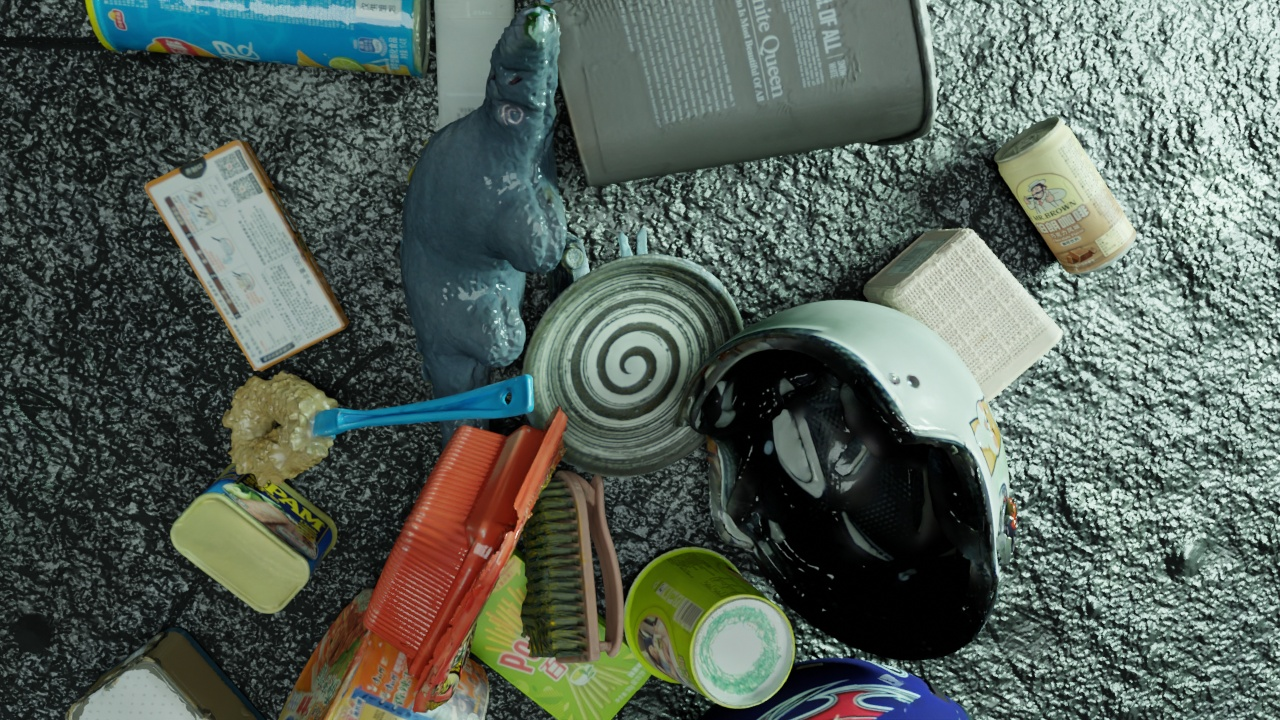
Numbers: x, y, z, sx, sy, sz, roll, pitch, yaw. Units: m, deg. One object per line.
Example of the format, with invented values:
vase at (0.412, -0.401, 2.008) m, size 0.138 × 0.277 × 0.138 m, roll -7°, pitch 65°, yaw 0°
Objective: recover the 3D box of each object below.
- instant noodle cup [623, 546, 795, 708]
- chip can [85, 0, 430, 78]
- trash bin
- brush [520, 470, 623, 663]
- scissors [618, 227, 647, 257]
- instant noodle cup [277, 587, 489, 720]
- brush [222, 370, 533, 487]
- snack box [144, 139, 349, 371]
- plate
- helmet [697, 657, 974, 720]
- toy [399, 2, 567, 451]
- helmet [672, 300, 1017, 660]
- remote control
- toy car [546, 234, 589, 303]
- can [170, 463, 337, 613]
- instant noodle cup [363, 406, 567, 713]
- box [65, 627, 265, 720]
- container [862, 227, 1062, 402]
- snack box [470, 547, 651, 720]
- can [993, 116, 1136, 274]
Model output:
instant noodle cup at (0.057, 0.207, 0.698) m, size 0.111 × 0.123 × 0.111 m, roll 1°, pitch 88°, yaw -16°
chip can at (-0.253, -0.238, 0.627) m, size 0.210 × 0.071 × 0.071 m, roll 3°, pitch 99°, yaw -8°
trash bin at (0.052, -0.217, 0.612) m, size 0.220 × 0.198 × 0.199 m, roll -14°, pitch 101°, yaw 1°
brush at (-0.052, 0.157, 0.707) m, size 0.073 × 0.063 × 0.145 m, roll 4°, pitch 71°, yaw -28°
scissors at (0.012, -0.039, 0.721) m, size 0.073 × 0.017 × 0.137 m, roll -1°, pitch 96°, yaw -7°
instant noodle cup at (-0.191, 0.262, 0.684) m, size 0.111 × 0.151 × 0.151 m, roll 34°, pitch 94°, yaw -19°
brush at (-0.188, 0.039, 0.643) m, size 0.255 × 0.046 × 0.083 m, roll -8°, pitch 74°, yaw 19°
snack box at (-0.285, -0.075, 0.672) m, size 0.075 × 0.026 × 0.154 m, roll -27°, pitch 102°, yaw -2°
plate at (-0.004, 0.004, 0.692) m, size 0.179 × 0.024 × 0.180 m, roll -8°, pitch 115°, yaw -18°
helmet at (0.161, 0.347, 0.691) m, size 0.315 × 0.248 × 0.240 m, roll -18°, pitch 83°, yaw -12°
toy at (-0.111, -0.080, 0.627) m, size 0.091 × 0.137 × 0.357 m, roll -5°, pitch 134°, yaw -29°
helmet at (0.165, 0.067, 0.673) m, size 0.156 × 0.231 × 0.274 m, roll -46°, pitch 116°, yaw -37°
remote control at (-0.120, -0.222, 0.670) m, size 0.058 × 0.021 × 0.150 m, roll -1°, pitch 99°, yaw -7°
toy car at (-0.051, -0.052, 0.697) m, size 0.034 × 0.043 × 0.090 m, roll -19°, pitch 105°, yaw -31°
can at (-0.282, 0.129, 0.676) m, size 0.102 × 0.083 × 0.057 m, roll 42°, pitch 92°, yaw -11°
instant noodle cup at (-0.122, 0.125, 0.628) m, size 0.079 × 0.164 × 0.189 m, roll 26°, pitch 121°, yaw -6°
box at (-0.344, 0.303, 0.711) m, size 0.090 × 0.061 × 0.184 m, roll -33°, pitch 103°, yaw 0°
container at (0.243, -0.037, 0.711) m, size 0.090 × 0.090 × 0.111 m, roll -41°, pitch 99°, yaw 1°
snack box at (-0.073, 0.232, 0.748) m, size 0.156 × 0.026 × 0.086 m, roll 42°, pitch 91°, yaw -11°
can at (0.334, -0.128, 0.721) m, size 0.058 × 0.058 × 0.116 m, roll -38°, pitch 101°, yaw 0°
